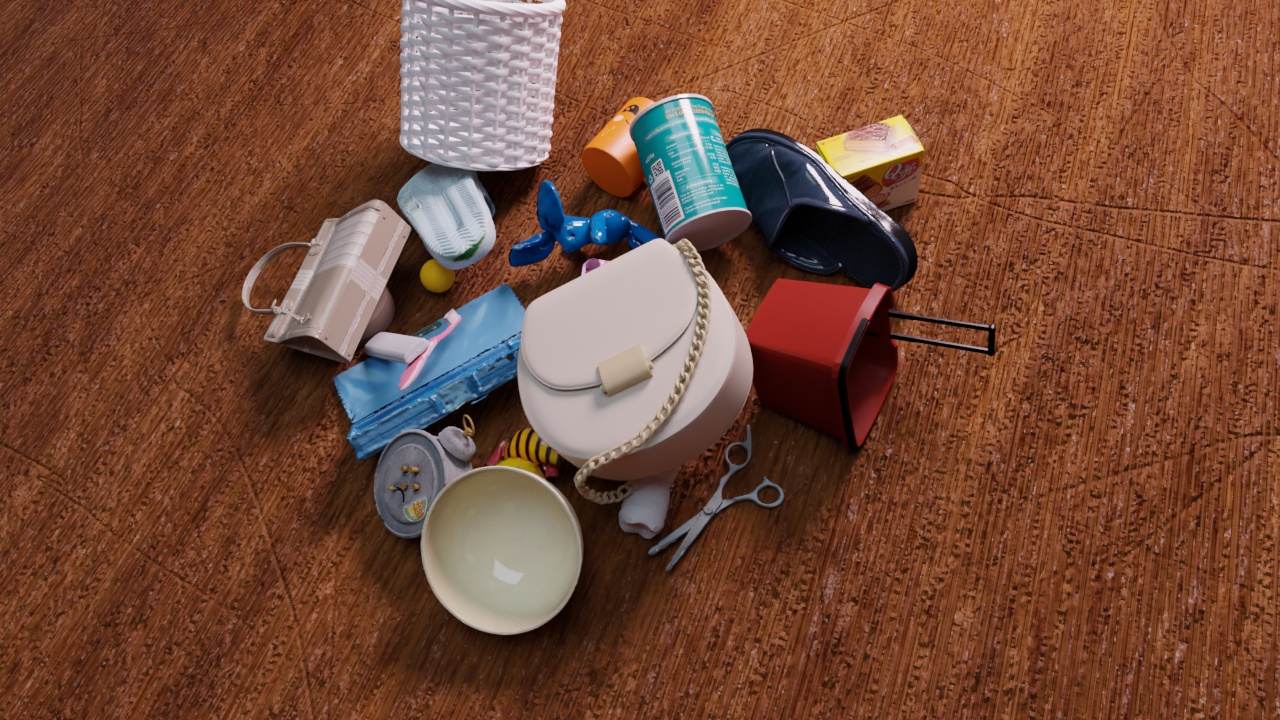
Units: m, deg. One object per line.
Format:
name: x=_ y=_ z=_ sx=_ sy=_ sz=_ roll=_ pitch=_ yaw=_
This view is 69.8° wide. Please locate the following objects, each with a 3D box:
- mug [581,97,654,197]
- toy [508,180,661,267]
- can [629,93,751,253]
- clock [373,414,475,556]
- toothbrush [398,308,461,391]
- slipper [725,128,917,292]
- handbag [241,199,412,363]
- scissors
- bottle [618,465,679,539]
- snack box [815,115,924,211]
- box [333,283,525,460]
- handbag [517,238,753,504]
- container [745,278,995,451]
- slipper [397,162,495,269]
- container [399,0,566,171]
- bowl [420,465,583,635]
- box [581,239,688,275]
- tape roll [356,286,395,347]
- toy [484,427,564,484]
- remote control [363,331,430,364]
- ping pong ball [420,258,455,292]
mug: x=0.001 y=-0.249 z=1.114 sx=0.112 sy=0.078 sz=0.095 roll=36 pitch=68 yaw=6
toy: x=-0.058 y=-0.146 z=1.037 sx=0.176 sy=0.113 sz=0.070 roll=6 pitch=54 yaw=-6
can: x=0.055 y=-0.207 z=1.023 sx=0.099 sy=0.099 sz=0.144 roll=-16 pitch=75 yaw=-1
clock: x=-0.204 y=0.110 z=0.891 sx=0.148 sy=0.056 sz=0.104 roll=-51 pitch=58 yaw=16
toothbrush: x=-0.224 y=-0.013 z=0.976 sx=0.022 sy=0.016 sz=0.134 roll=-18 pitch=29 yaw=32
slipper: x=0.171 y=-0.156 z=0.997 sx=0.083 sy=0.109 sz=0.265 roll=-32 pitch=61 yaw=-29
handbag: x=-0.382 y=-0.093 z=1.054 sx=0.198 sy=0.062 sz=0.175 roll=4 pitch=64 yaw=31
scissors: x=0.067 y=0.131 z=0.890 sx=0.153 sy=0.014 sz=0.130 roll=-15 pitch=57 yaw=-4
bottle: x=0.015 y=0.104 z=0.898 sx=0.044 sy=0.044 sz=0.136 roll=9 pitch=59 yaw=15
snack box: x=0.258 y=-0.213 z=1.038 sx=0.106 sy=0.084 sz=0.061 roll=-18 pitch=56 yaw=-1
box: x=-0.211 y=0.014 z=0.996 sx=0.231 sy=0.060 sz=0.175 roll=-29 pitch=32 yaw=-9
handbag: x=-0.005 y=0.004 z=0.859 sx=0.211 sy=0.103 sz=0.208 roll=-26 pitch=58 yaw=10
container: x=0.213 y=0.004 z=0.868 sx=0.201 sy=0.148 sz=0.126 roll=17 pitch=60 yaw=29
slipper: x=-0.223 y=-0.171 z=1.095 sx=0.104 sy=0.074 sz=0.245 roll=-30 pitch=40 yaw=-1
container: x=-0.193 y=-0.346 z=1.096 sx=0.189 sy=0.187 sz=0.189 roll=7 pitch=29 yaw=-4
bowl: x=-0.118 y=0.167 z=0.847 sx=0.151 sy=0.075 sz=0.151 roll=0 pitch=92 yaw=11
box: x=-0.009 y=-0.036 z=0.958 sx=0.111 sy=0.102 sz=0.201 roll=12 pitch=57 yaw=-12
tape roll: x=-0.337 y=-0.060 z=1.071 sx=0.094 sy=0.030 sz=0.093 roll=-4 pitch=57 yaw=7
toy: x=-0.116 y=0.114 z=0.903 sx=0.084 sy=0.046 sz=0.103 roll=34 pitch=102 yaw=23
remote control: x=-0.268 y=-0.016 z=1.000 sx=0.033 sy=0.012 sz=0.131 roll=-47 pitch=28 yaw=-22
ping pong ball: x=-0.237 y=-0.099 z=1.073 sx=0.040 sy=0.040 sz=0.040 roll=-4 pitch=57 yaw=7
